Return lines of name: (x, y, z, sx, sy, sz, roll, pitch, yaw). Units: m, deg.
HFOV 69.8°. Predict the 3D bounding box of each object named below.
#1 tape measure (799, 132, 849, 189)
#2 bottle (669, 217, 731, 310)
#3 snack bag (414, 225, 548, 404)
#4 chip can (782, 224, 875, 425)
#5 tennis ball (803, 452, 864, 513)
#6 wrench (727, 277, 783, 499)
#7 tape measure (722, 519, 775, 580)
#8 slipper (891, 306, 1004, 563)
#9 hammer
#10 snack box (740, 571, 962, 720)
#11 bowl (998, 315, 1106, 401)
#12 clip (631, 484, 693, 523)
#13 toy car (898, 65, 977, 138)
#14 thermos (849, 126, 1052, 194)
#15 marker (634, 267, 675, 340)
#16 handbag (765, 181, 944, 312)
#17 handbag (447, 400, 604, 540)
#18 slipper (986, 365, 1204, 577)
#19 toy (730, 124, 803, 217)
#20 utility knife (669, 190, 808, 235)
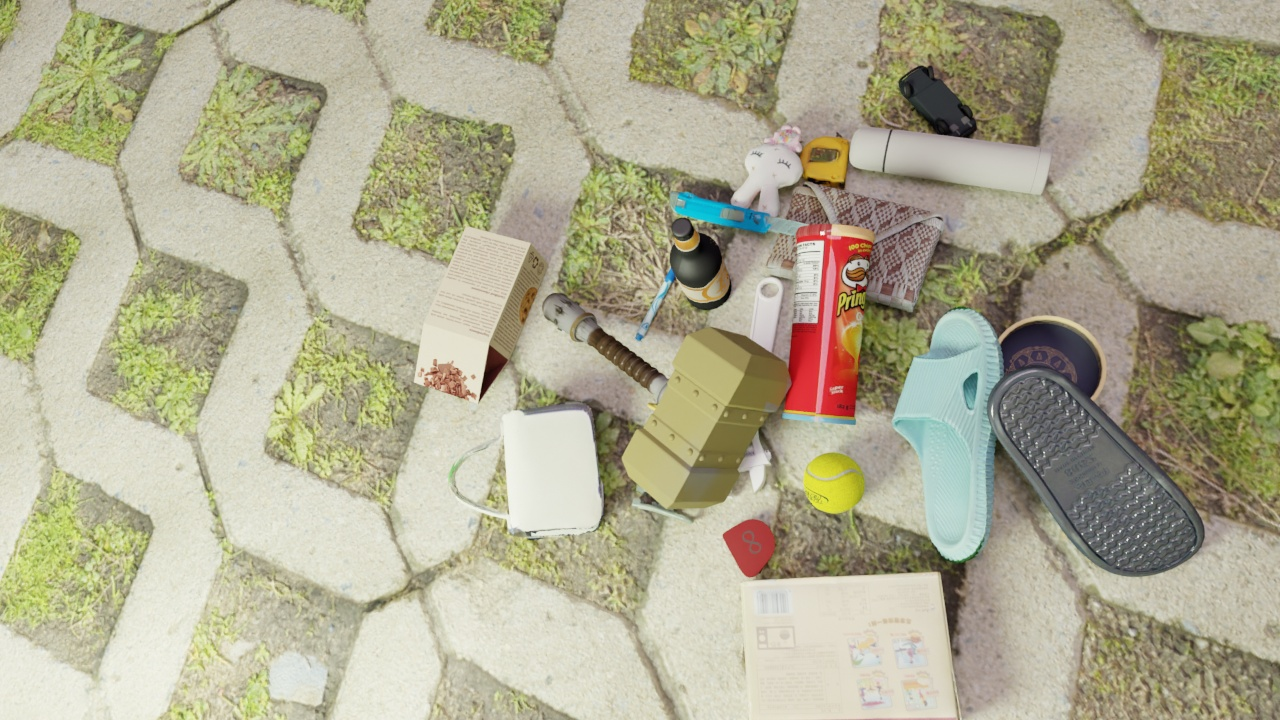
tape measure: (0.227, -0.248, 1.134, 0.059, 0.030, 0.068, 6, 74, 14)
bottle: (0.064, -0.115, 1.052, 0.059, 0.181, 0.059, -4, 72, 13)
snack bag: (-0.206, -0.054, 1.161, 0.094, 0.070, 0.206, 17, 78, 18)
chip can: (0.207, -0.039, 1.019, 0.087, 0.087, 0.213, 5, 89, 15)
tennis ball: (0.211, 0.133, 1.000, 0.065, 0.065, 0.065, -4, 72, 13)
wrench: (0.134, 0.029, 1.079, 0.066, 0.018, 0.273, 7, 74, 16)
tape measure: (0.126, 0.208, 1.023, 0.051, 0.019, 0.059, -29, 75, 2)
slipper: (0.323, 0.072, 0.968, 0.069, 0.116, 0.276, 10, 77, -20)
hammer: (-0.006, 0.006, 1.068, 0.325, 0.100, 0.190, 37, 106, 35)
snack box: (0.214, 0.302, 0.952, 0.207, 0.055, 0.153, -6, 72, 12)
bowl: (0.431, 0.015, 0.983, 0.112, 0.061, 0.112, -4, 72, 13)
clip: (0.029, 0.166, 1.059, 0.076, 0.023, 0.043, 13, 78, 19)
toy car: (0.361, -0.311, 1.117, 0.046, 0.034, 0.112, -34, 69, 2)
thermos: (0.362, -0.238, 1.085, 0.224, 0.052, 0.052, 12, 76, 17)
marker: (0.029, -0.087, 1.143, 0.013, 0.013, 0.141, 24, 80, 20)
handbag: (0.252, -0.139, 1.085, 0.186, 0.047, 0.124, 18, 77, 20)
handbag: (-0.135, 0.133, 1.073, 0.176, 0.074, 0.151, -5, 73, -7)
slipper: (0.446, 0.108, 0.927, 0.111, 0.083, 0.268, -42, 97, 15)
toy: (0.162, -0.236, 1.131, 0.076, 0.037, 0.125, 28, 92, 32)
utility knife: (0.119, -0.178, 1.127, 0.207, 0.015, 0.031, 17, 101, 30)
